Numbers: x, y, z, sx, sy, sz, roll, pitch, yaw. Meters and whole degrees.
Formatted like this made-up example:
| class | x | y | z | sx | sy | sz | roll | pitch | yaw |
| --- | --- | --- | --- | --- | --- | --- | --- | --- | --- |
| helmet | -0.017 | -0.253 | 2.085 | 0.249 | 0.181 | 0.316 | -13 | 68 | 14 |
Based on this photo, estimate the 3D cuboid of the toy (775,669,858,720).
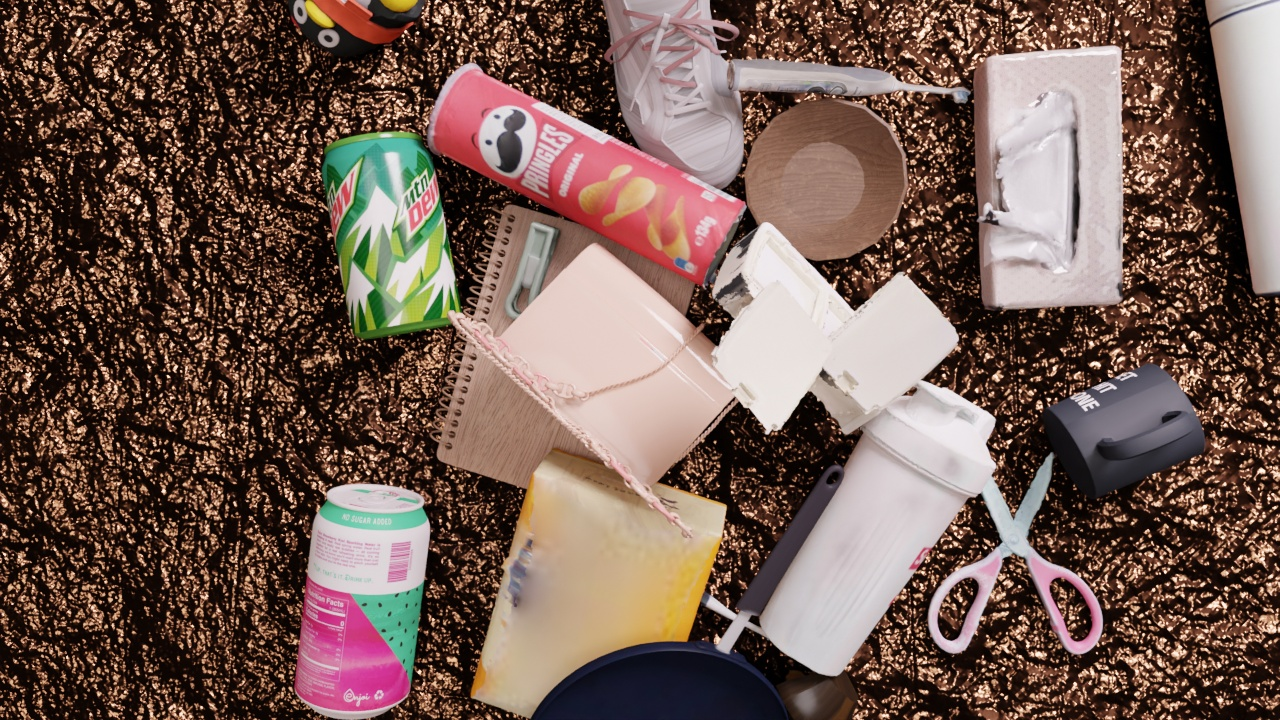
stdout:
| class | x | y | z | sx | sy | sz | roll | pitch | yaw |
| --- | --- | --- | --- | --- | --- | --- | --- | --- | --- |
| toy | 0.118 | 0.271 | 0.705 | 0.100 | 0.062 | 0.076 | -39 | 126 | 15 |

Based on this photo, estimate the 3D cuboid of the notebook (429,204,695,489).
| class | x | y | z | sx | sy | sz | roll | pitch | yaw |
| --- | --- | --- | --- | --- | --- | --- | --- | --- | --- |
| notebook | -0.063 | -0.001 | 0.721 | 0.169 | 0.022 | 0.210 | 17 | 96 | 4 |

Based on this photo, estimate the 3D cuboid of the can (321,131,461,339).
| class | x | y | z | sx | sy | sz | roll | pitch | yaw |
| --- | --- | --- | --- | --- | --- | --- | --- | --- | --- |
| can | -0.189 | -0.093 | 0.697 | 0.083 | 0.083 | 0.144 | -10 | 93 | 7 |

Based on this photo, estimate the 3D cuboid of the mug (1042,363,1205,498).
| class | x | y | z | sx | sy | sz | roll | pitch | yaw |
| --- | --- | --- | --- | --- | --- | --- | --- | --- | --- |
| mug | 0.338 | 0.050 | 0.634 | 0.077 | 0.105 | 0.071 | -25 | 86 | 8 |

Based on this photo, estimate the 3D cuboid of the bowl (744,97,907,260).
| class | x | y | z | sx | sy | sz | roll | pitch | yaw |
| --- | --- | --- | --- | --- | --- | --- | --- | --- | --- |
| bowl | 0.136 | -0.133 | 0.682 | 0.118 | 0.030 | 0.118 | 1 | 95 | 7 |

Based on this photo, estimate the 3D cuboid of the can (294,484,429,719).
| class | x | y | z | sx | sy | sz | roll | pitch | yaw |
| --- | --- | --- | --- | --- | --- | --- | --- | --- | --- |
| can | -0.217 | 0.187 | 0.719 | 0.088 | 0.088 | 0.166 | 9 | 95 | 6 |

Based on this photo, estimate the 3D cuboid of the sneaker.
| class | x | y | z | sx | sy | sz | roll | pitch | yaw |
| --- | --- | --- | --- | --- | --- | --- | --- | --- | --- |
| sneaker | 0.017 | -0.238 | 0.658 | 0.099 | 0.089 | 0.236 | -17 | 92 | 8 |

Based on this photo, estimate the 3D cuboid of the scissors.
| class | x | y | z | sx | sy | sz | roll | pitch | yaw |
| --- | --- | --- | --- | --- | --- | --- | --- | --- | --- |
| scissors | 0.271 | 0.155 | 0.697 | 0.159 | 0.014 | 0.172 | -26 | 91 | 8 |

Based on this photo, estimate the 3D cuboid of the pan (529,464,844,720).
| class | x | y | z | sx | sy | sz | roll | pitch | yaw |
| --- | --- | --- | --- | --- | --- | --- | --- | --- | --- |
| pan | 0.047 | 0.218 | 0.645 | 0.198 | 0.021 | 0.357 | 23 | 107 | -16 |

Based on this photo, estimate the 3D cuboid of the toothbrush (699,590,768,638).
| class | x | y | z | sx | sy | sz | roll | pitch | yaw |
| --- | --- | --- | --- | --- | --- | --- | --- | --- | --- |
| toothbrush | 0.037 | 0.178 | 0.727 | 0.187 | 0.012 | 0.017 | 27 | 84 | 4 |

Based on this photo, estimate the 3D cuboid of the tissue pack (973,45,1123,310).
| class | x | y | z | sx | sy | sz | roll | pitch | yaw |
| --- | --- | --- | --- | --- | --- | --- | --- | --- | --- |
| tissue pack | 0.286 | -0.126 | 0.649 | 0.104 | 0.071 | 0.181 | -2 | 98 | 6 |

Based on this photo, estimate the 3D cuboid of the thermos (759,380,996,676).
| class | x | y | z | sx | sy | sz | roll | pitch | yaw |
| --- | --- | --- | --- | --- | --- | --- | --- | --- | --- |
| thermos | 0.173 | 0.120 | 0.673 | 0.099 | 0.099 | 0.221 | 30 | 103 | 4 |

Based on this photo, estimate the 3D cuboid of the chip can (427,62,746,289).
| class | x | y | z | sx | sy | sz | roll | pitch | yaw |
| --- | --- | --- | --- | --- | --- | --- | --- | --- | --- |
| chip can | -0.038 | -0.135 | 0.674 | 0.233 | 0.073 | 0.073 | 28 | 97 | 7 |

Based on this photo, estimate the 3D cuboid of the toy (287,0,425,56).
| class | x | y | z | sx | sy | sz | roll | pitch | yaw |
| --- | --- | --- | --- | --- | --- | --- | --- | --- | --- |
| toy | -0.215 | -0.275 | 0.683 | 0.097 | 0.099 | 0.119 | 43 | 122 | -17 |

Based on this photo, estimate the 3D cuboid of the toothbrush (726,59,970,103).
| class | x | y | z | sx | sy | sz | roll | pitch | yaw |
| --- | --- | --- | --- | --- | --- | --- | --- | --- | --- |
| toothbrush | 0.153 | -0.199 | 0.659 | 0.185 | 0.022 | 0.024 | 1 | 69 | -13 |

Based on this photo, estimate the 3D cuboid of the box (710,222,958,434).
| class | x | y | z | sx | sy | sz | roll | pitch | yaw |
| --- | --- | --- | --- | --- | --- | --- | --- | --- | --- |
| box | 0.127 | -0.018 | 0.590 | 0.143 | 0.193 | 0.101 | 43 | 125 | -12 |

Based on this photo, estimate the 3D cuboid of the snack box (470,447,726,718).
| class | x | y | z | sx | sy | sz | roll | pitch | yaw |
| --- | --- | --- | --- | --- | --- | --- | --- | --- | --- |
| snack box | -0.034 | 0.184 | 0.689 | 0.145 | 0.080 | 0.195 | 18 | 104 | 5 |

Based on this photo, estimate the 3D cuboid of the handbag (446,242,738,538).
| class | x | y | z | sx | sy | sz | roll | pitch | yaw |
| --- | --- | --- | --- | --- | --- | --- | --- | --- | --- |
| handbag | -0.005 | 0.004 | 0.608 | 0.199 | 0.187 | 0.116 | 42 | 86 | 6 |

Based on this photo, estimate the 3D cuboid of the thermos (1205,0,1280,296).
| class | x | y | z | sx | sy | sz | roll | pitch | yaw |
| --- | --- | --- | --- | --- | --- | --- | --- | --- | --- |
| thermos | 0.439 | -0.162 | 0.626 | 0.068 | 0.068 | 0.230 | -11 | 92 | 7 |

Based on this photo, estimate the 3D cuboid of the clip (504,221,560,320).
| class | x | y | z | sx | sy | sz | roll | pitch | yaw |
| --- | --- | --- | --- | --- | --- | --- | --- | --- | --- |
| clip | -0.082 | -0.066 | 0.691 | 0.023 | 0.047 | 0.076 | 20 | 100 | 5 |
